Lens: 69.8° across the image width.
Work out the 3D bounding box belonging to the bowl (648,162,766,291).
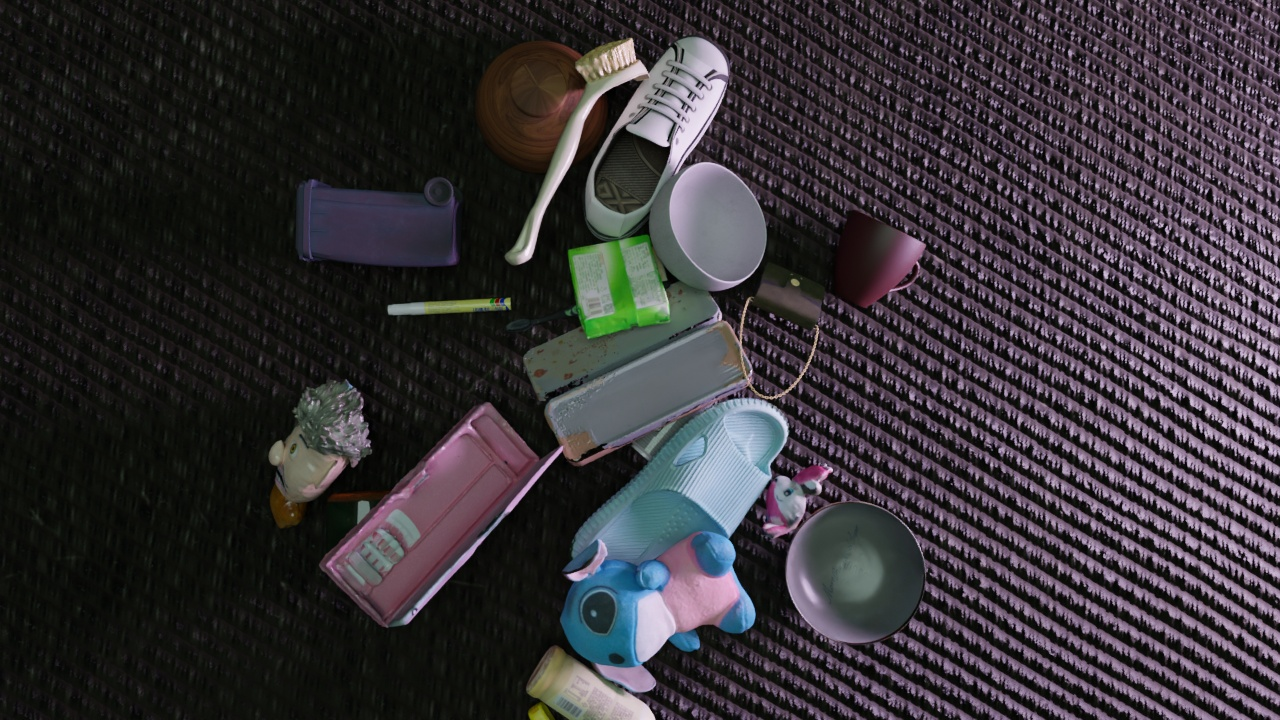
[{"bbox_3d":[0.064,-0.137,0.980,0.131,0.065,0.131,9,73,-33],"label":"bowl"}]

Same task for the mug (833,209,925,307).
[{"bbox_3d":[0.259,-0.101,1.001,0.114,0.087,0.088,18,105,-32],"label":"mug"}]

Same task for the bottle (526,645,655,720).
[{"bbox_3d":[-0.039,0.365,0.960,0.162,0.056,0.056,34,85,-1],"label":"bottle"}]

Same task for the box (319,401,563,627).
[{"bbox_3d":[-0.185,0.145,0.893,0.099,0.115,0.232,51,60,-14],"label":"box"}]

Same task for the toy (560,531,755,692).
[{"bbox_3d":[0.011,0.235,0.917,0.191,0.098,0.224,-18,126,-3],"label":"toy"}]

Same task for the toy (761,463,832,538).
[{"bbox_3d":[0.158,0.142,0.979,0.050,0.065,0.102,42,87,0],"label":"toy"}]

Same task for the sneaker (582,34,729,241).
[{"bbox_3d":[0.014,-0.246,0.981,0.091,0.097,0.245,33,86,0],"label":"sneaker"}]

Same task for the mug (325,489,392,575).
[{"bbox_3d":[-0.267,0.176,0.949,0.111,0.085,0.081,-2,85,-4],"label":"mug"}]

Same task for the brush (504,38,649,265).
[{"bbox_3d":[-0.072,-0.217,0.942,0.077,0.062,0.272,31,78,-23],"label":"brush"}]

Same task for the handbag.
[{"bbox_3d":[0.144,-0.029,0.958,0.084,0.028,0.177,24,49,-1],"label":"handbag"}]

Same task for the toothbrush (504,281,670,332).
[{"bbox_3d":[-0.058,-0.059,1.000,0.188,0.017,0.014,-15,88,1],"label":"toothbrush"}]

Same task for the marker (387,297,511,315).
[{"bbox_3d":[-0.208,-0.058,1.000,0.132,0.014,0.014,-3,86,-3],"label":"marker"}]

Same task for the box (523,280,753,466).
[{"bbox_3d":[-0.005,0.006,0.969,0.216,0.063,0.157,-25,53,-3],"label":"box"}]

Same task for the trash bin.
[{"bbox_3d":[-0.273,-0.146,0.965,0.161,0.094,0.092,3,95,-4],"label":"trash bin"}]

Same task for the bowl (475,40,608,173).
[{"bbox_3d":[-0.108,-0.283,0.991,0.147,0.069,0.147,0,86,-3],"label":"bowl"}]

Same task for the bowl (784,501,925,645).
[{"bbox_3d":[0.223,0.223,0.981,0.150,0.057,0.150,0,86,-3],"label":"bowl"}]

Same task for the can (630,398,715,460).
[{"bbox_3d":[0.037,0.062,0.989,0.044,0.044,0.106,41,85,0],"label":"can"}]

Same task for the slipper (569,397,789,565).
[{"bbox_3d":[0.046,0.144,0.958,0.276,0.069,0.116,-40,118,-2],"label":"slipper"}]

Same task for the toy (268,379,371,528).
[{"bbox_3d":[-0.340,0.095,0.944,0.076,0.132,0.176,24,102,-32],"label":"toy"}]

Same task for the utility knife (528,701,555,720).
[{"bbox_3d":[-0.058,0.448,0.968,0.020,0.029,0.198,-34,88,0],"label":"utility knife"}]

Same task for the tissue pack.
[{"bbox_3d":[-0.022,-0.082,0.981,0.099,0.034,0.113,-12,55,-3],"label":"tissue pack"}]
